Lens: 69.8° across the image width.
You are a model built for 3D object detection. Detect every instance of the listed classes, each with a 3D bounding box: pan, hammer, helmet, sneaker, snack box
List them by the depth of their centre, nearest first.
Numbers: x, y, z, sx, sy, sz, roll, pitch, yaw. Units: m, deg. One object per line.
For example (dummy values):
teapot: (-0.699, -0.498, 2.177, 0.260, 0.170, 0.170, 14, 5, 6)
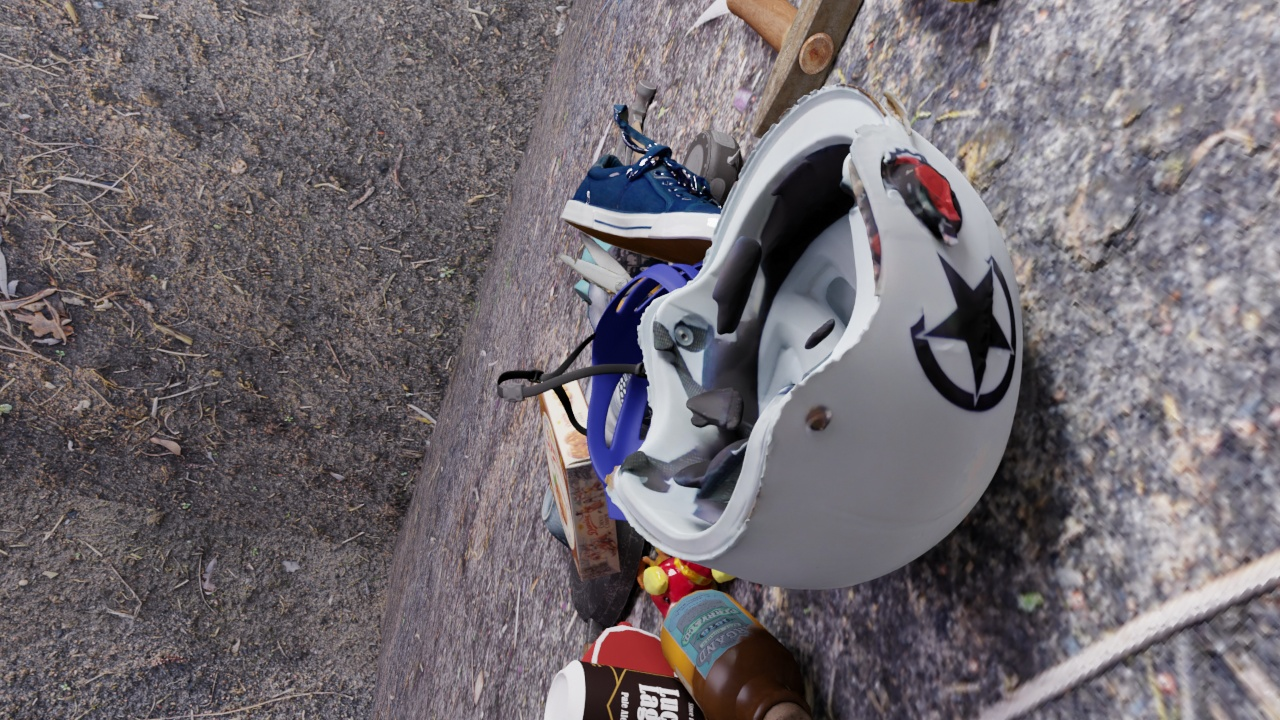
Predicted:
helmet: (0.108, -0.004, 0.494, 0.237, 0.163, 0.263, -38, 33, 57)
helmet: (-0.004, 0.005, 0.739, 0.148, 0.227, 0.241, -3, 70, 45)
snack box: (-0.061, 0.111, 0.889, 0.143, 0.041, 0.147, -118, 21, -54)
sneaker: (0.028, -0.165, 0.899, 0.295, 0.120, 0.127, 27, 92, 54)
hammer: (0.130, -0.333, 0.916, 0.300, 0.037, 0.158, -103, 32, -58)
pan: (-0.046, 0.255, 0.959, 0.208, 0.040, 0.356, 127, 155, -57)
sneaker: (0.017, -0.039, 0.961, 0.133, 0.103, 0.268, -34, 42, 44)
hammer: (0.006, -0.275, 1.293, 0.330, 0.030, 0.120, -101, 30, -50)

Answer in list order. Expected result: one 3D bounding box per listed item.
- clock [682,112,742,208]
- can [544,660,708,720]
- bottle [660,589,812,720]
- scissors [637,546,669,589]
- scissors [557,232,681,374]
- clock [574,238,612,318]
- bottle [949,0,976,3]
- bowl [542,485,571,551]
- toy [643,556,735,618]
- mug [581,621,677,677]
clock: (0.072, -0.188, 0.961, 0.091, 0.043, 0.123, -100, 27, -49)
can: (0.000, 0.262, 0.663, 0.072, 0.128, 0.072, -166, 91, -73)
bottle: (0.067, 0.208, 0.602, 0.157, 0.067, 0.068, -159, 84, -73)
scissors: (0.025, 0.180, 0.857, 0.133, 0.012, 0.083, 164, 118, -71)
scissors: (-0.013, -0.055, 0.911, 0.225, 0.016, 0.166, 23, 79, 34)
clock: (-0.032, -0.103, 1.148, 0.053, 0.090, 0.124, 22, 96, 63)
bottle: (0.197, -0.302, 0.622, 0.163, 0.071, 0.071, -99, 29, -53)
bowl: (-0.089, 0.180, 1.143, 0.110, 0.055, 0.110, -165, 91, -74)
toy: (0.052, 0.146, 0.720, 0.138, 0.067, 0.105, -57, 17, 25)
mug: (-0.021, 0.280, 0.802, 0.116, 0.080, 0.097, -84, 18, -49)
